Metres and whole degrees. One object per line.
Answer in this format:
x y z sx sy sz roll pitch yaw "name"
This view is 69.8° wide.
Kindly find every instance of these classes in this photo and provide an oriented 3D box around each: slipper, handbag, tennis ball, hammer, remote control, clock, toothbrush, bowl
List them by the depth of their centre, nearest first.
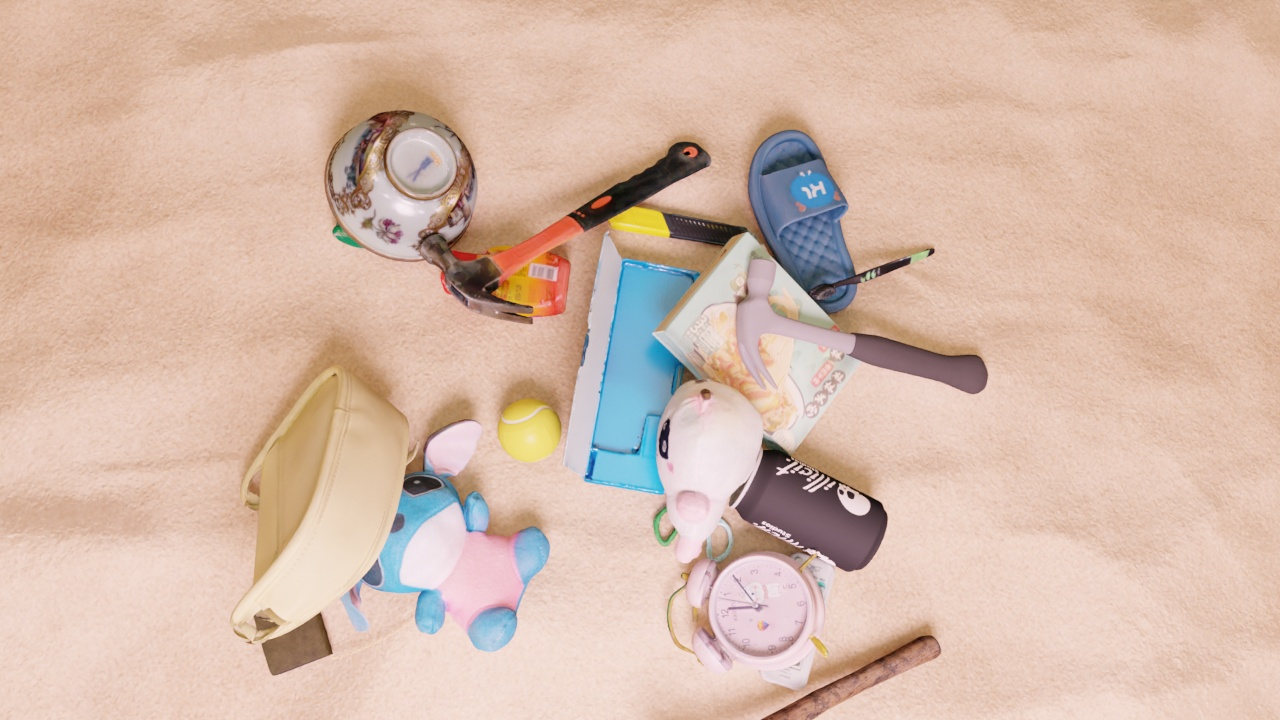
-0.298 0.129 0.854 0.191 0.232 0.088 -42 126 12 "handbag"
0.152 0.346 0.902 0.329 0.120 0.033 -19 81 -19 "hammer"
0.104 0.249 0.912 0.158 0.059 0.116 -9 70 12 "clock"
-0.285 0.245 0.913 0.178 0.027 0.084 -19 79 -14 "handbag"
-0.113 0.071 0.939 0.065 0.065 0.065 1 78 -5 "tennis ball"
-0.235 -0.189 0.943 0.159 0.094 0.159 4 82 -27 "bowl"
0.161 0.267 0.944 0.050 0.022 0.133 18 77 -1 "remote control"
0.239 -0.009 0.964 0.310 0.030 0.125 13 82 -20 "hammer"
-0.058 -0.152 0.978 0.332 0.033 0.133 -35 68 -23 "hammer"
0.259 -0.096 1.009 0.187 0.017 0.014 -20 119 -25 "toothbrush"
0.182 -0.155 1.012 0.103 0.059 0.213 -13 84 -15 "slipper"

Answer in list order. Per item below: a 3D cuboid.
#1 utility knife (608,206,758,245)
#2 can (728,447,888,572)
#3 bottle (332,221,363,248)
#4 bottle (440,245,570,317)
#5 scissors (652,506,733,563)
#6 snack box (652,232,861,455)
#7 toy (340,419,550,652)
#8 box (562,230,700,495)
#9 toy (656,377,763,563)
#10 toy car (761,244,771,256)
0.050 -0.147 1.023 0.174 0.020 0.028 10 79 -2 "utility knife"
0.171 0.151 0.938 0.146 0.080 0.080 27 77 0 "can"
-0.295 -0.177 0.988 0.042 0.043 0.109 15 77 -2 "bottle"
-0.144 -0.086 0.978 0.134 0.048 0.071 7 76 -4 "bottle"
0.074 0.153 0.966 0.112 0.012 0.130 41 76 2 "scissors"
0.126 -0.016 0.962 0.193 0.044 0.141 44 75 -14 "snack box"
-0.185 0.178 0.898 0.191 0.099 0.223 29 62 -3 "toy"
-0.007 0.005 0.938 0.114 0.114 0.243 10 78 -3 "box"
0.061 0.108 0.899 0.101 0.138 0.179 12 93 3 "toy"
0.140 -0.080 1.014 0.038 0.025 0.089 -24 81 -10 "toy car"
